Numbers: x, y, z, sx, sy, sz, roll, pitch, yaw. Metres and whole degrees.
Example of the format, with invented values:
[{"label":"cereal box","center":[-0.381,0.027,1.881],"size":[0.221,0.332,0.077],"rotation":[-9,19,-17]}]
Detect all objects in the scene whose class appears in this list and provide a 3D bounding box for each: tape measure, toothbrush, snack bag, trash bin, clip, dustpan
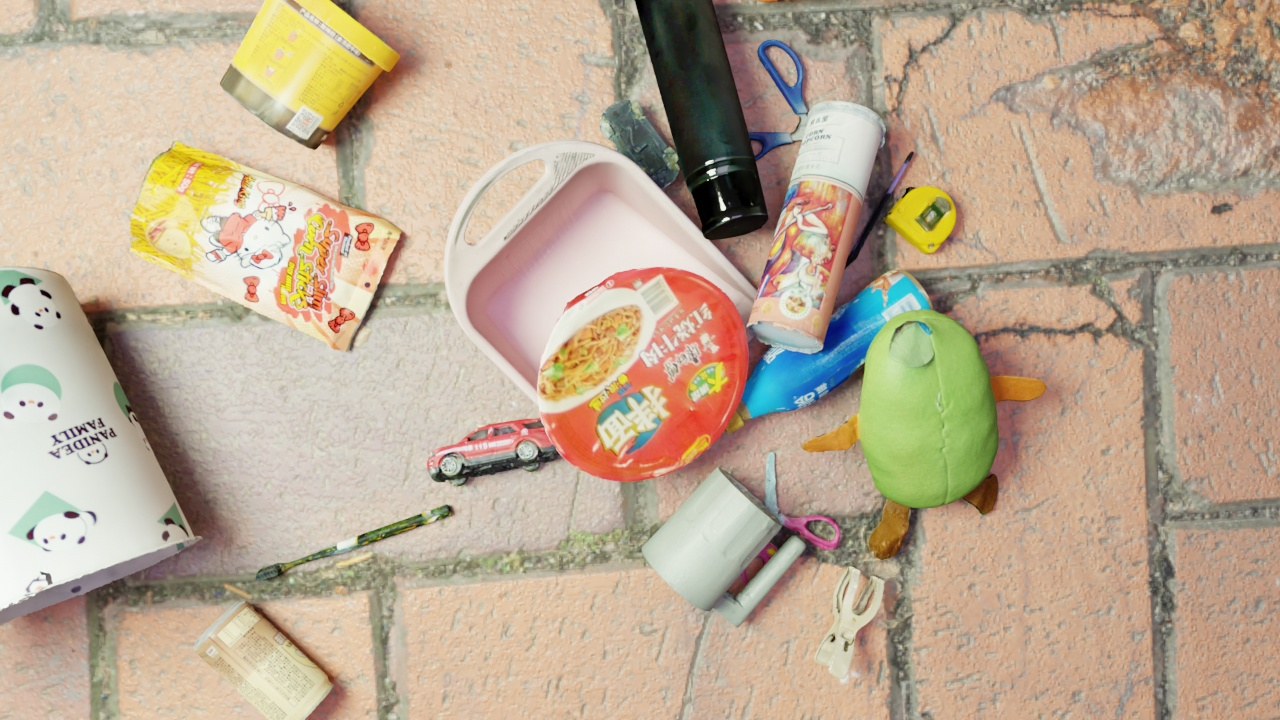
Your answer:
[{"label":"tape measure","center":[0.269,-0.136,0.869],"size":[0.060,0.029,0.057],"rotation":[40,88,-4]},{"label":"toothbrush","center":[-0.264,0.168,0.846],"size":[0.186,0.017,0.012],"rotation":[-19,89,-3]},{"label":"toothbrush","center":[0.214,-0.117,0.874],"size":[0.016,0.014,0.189],"rotation":[31,89,-11]},{"label":"snack bag","center":[-0.335,-0.105,0.821],"size":[0.208,0.073,0.128],"rotation":[24,89,-11]},{"label":"trash bin","center":[-0.515,0.075,0.734],"size":[0.229,0.229,0.252],"rotation":[-22,87,-3]},{"label":"clip","center":[0.196,0.247,0.867],"size":[0.034,0.070,0.100],"rotation":[22,83,-5]},{"label":"dustpan","center":[-0.035,-0.049,0.797],"size":[0.273,0.139,0.222],"rotation":[41,88,-3]}]

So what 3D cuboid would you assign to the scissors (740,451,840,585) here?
[{"label":"scissors","center":[0.131,0.154,0.873],"size":[0.134,0.017,0.133],"rotation":[2,87,0]}]

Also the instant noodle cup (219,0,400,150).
[{"label":"instant noodle cup","center":[-0.289,-0.256,0.792],"size":[0.118,0.118,0.114],"rotation":[37,95,-4]}]

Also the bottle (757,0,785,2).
[{"label":"bottle","center":[0.166,-0.363,0.845],"size":[0.149,0.067,0.067],"rotation":[-1,91,-10]}]

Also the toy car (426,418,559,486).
[{"label":"toy car","center":[-0.135,0.083,0.836],"size":[0.120,0.053,0.045],"rotation":[-12,70,-10]}]

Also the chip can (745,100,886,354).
[{"label":"chip can","center":[0.155,-0.117,0.811],"size":[0.071,0.071,0.214],"rotation":[18,79,-4]}]

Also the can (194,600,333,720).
[{"label":"can","center":[-0.337,0.274,0.823],"size":[0.116,0.058,0.058],"rotation":[45,88,-3]}]

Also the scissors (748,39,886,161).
[{"label":"scissors","center":[0.145,-0.222,0.868],"size":[0.162,0.012,0.176],"rotation":[-23,94,-4]}]

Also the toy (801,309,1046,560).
[{"label":"toy","center":[0.258,0.059,0.827],"size":[0.227,0.090,0.247],"rotation":[-16,119,-5]}]

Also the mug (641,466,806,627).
[{"label":"mug","center":[0.080,0.172,0.836],"size":[0.124,0.083,0.103],"rotation":[39,94,-20]}]

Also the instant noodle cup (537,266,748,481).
[{"label":"instant noodle cup","center":[-0.005,0.005,0.789],"size":[0.193,0.066,0.194],"rotation":[-9,114,-21]}]

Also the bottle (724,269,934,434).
[{"label":"bottle","center":[0.165,-0.002,0.847],"size":[0.218,0.065,0.065],"rotation":[-33,93,-2]}]

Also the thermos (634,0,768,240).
[{"label":"thermos","center":[0.058,-0.230,0.824],"size":[0.069,0.089,0.242],"rotation":[-18,82,28]}]

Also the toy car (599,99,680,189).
[{"label":"toy car","center":[-0.001,-0.198,0.848],"size":[0.043,0.034,0.090],"rotation":[-37,91,0]}]
